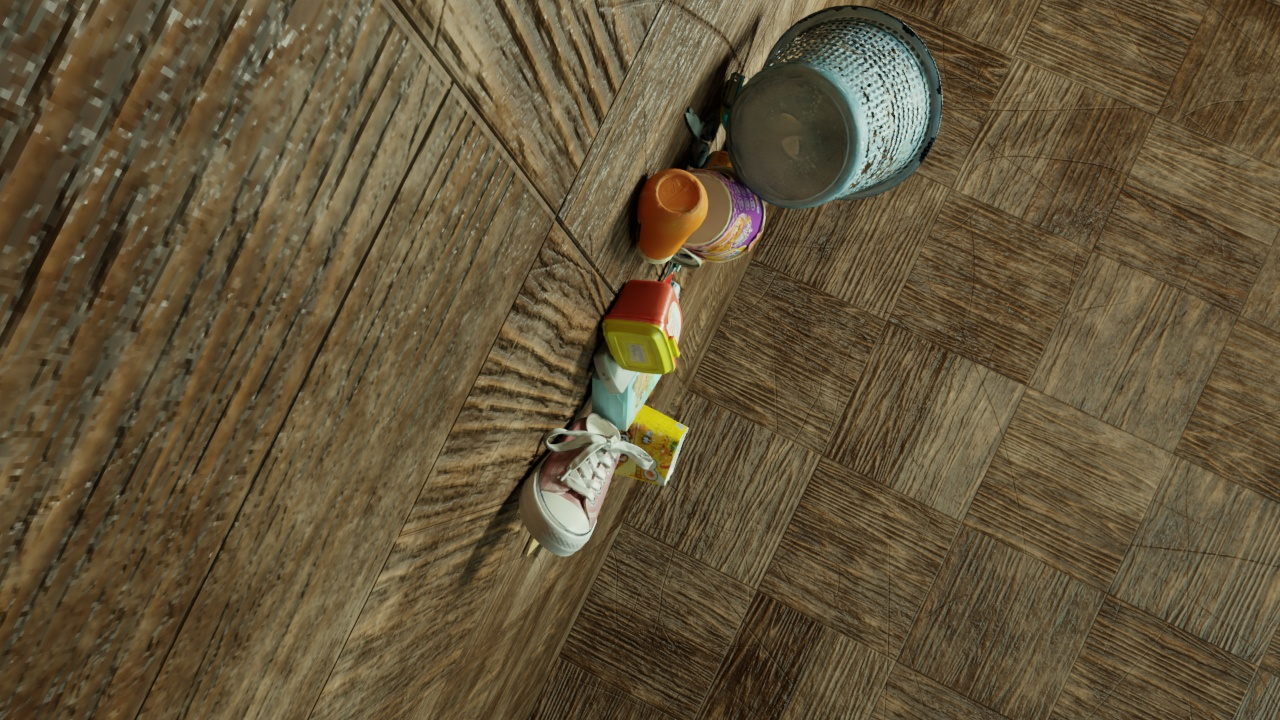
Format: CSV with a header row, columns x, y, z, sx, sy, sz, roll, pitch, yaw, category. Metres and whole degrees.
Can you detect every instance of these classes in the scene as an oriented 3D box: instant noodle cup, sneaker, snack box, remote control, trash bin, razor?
x,y,z,sx,sy,sz,roll,pitch,yaw,category
-0.006,0.113,1.290,0.116,0.124,0.116,-40,150,-76,instant noodle cup
-0.060,0.117,1.015,0.088,0.118,0.240,-48,-173,26,sneaker
-0.007,0.007,1.175,0.174,0.052,0.074,-56,155,-47,snack box
-0.013,-0.022,1.103,0.149,0.021,0.058,-56,129,-48,remote control
0.198,-0.266,1.021,0.194,0.226,0.227,-39,156,-50,trash bin
0.075,-0.166,1.018,0.112,0.111,0.099,-66,164,12,instant noodle cup
0.109,-0.293,1.090,0.132,0.028,0.043,47,57,-77,razor
0.008,-0.039,1.026,0.091,0.082,0.080,71,33,-52,snack box

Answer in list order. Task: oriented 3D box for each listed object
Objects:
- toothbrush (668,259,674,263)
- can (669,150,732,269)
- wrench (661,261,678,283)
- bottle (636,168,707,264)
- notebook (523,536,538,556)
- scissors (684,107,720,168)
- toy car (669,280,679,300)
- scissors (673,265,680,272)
x,y,z,sx,sy,sz,roll,pitch,yaw,category
0.076,-0.207,1.218,0.020,0.029,0.189,-4,-130,47,toothbrush
0.082,-0.190,1.154,0.146,0.058,0.058,-62,173,-13,can
0.021,-0.080,1.275,0.273,0.016,0.056,-64,169,-2,wrench
0.023,-0.134,0.919,0.066,0.067,0.150,-62,180,-18,bottle
-0.108,0.189,1.322,0.148,0.008,0.207,-65,173,8,notebook
0.066,-0.258,0.990,0.132,0.014,0.176,-60,169,-26,scissors
0.037,-0.075,1.363,0.106,0.031,0.048,104,13,-56,toy car
0.079,-0.186,1.342,0.135,0.017,0.108,-59,174,-8,scissors
